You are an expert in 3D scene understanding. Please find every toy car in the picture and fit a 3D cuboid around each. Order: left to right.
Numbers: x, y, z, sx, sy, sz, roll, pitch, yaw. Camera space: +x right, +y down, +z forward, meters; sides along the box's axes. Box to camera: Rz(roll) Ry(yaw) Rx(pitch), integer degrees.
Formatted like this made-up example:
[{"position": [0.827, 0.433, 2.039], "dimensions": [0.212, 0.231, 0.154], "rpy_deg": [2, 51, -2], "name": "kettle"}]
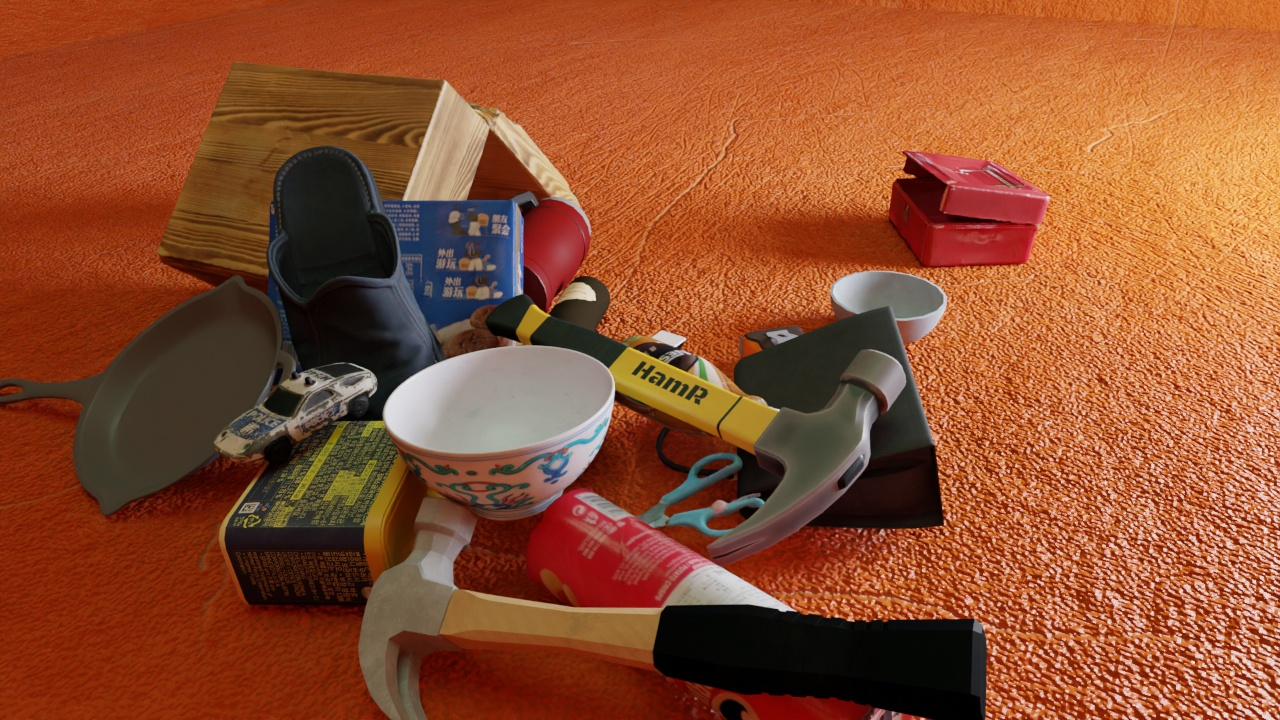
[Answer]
[{"position": [-0.232, 0.032, 0.619], "dimensions": [0.048, 0.040, 0.112], "rpy_deg": [15, 37, 36], "name": "toy car"}]

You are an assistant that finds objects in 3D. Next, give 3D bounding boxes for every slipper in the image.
[{"position": [-0.225, -0.047, 0.698], "dimensions": [0.109, 0.265, 0.083], "rpy_deg": [-18, -7, -1], "name": "slipper"}]

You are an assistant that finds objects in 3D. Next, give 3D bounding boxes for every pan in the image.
[{"position": [-0.413, 0.028, 0.746], "dimensions": [0.355, 0.024, 0.216], "rpy_deg": [-1, 56, 25], "name": "pan"}]

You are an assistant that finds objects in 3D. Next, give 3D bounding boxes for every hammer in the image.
[{"position": [-0.002, 0.140, 0.463], "dimensions": [0.329, 0.039, 0.130], "rpy_deg": [-2, 55, 26], "name": "hammer"}, {"position": [0.005, 0.018, 0.641], "dimensions": [0.325, 0.034, 0.169], "rpy_deg": [24, 63, 36], "name": "hammer"}]

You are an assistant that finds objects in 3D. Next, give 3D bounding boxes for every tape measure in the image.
[{"position": [0.124, -0.008, 0.809], "dimensions": [0.058, 0.038, 0.058], "rpy_deg": [-7, 30, -9], "name": "tape measure"}]

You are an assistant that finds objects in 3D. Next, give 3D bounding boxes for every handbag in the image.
[{"position": [0.107, 0.051, 0.691], "dimensions": [0.196, 0.072, 0.175], "rpy_deg": [-11, 32, 12], "name": "handbag"}]

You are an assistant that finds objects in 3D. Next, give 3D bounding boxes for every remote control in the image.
[{"position": [-0.005, 0.005, 0.821], "dimensions": [0.028, 0.012, 0.123], "rpy_deg": [19, 36, 31], "name": "remote control"}]

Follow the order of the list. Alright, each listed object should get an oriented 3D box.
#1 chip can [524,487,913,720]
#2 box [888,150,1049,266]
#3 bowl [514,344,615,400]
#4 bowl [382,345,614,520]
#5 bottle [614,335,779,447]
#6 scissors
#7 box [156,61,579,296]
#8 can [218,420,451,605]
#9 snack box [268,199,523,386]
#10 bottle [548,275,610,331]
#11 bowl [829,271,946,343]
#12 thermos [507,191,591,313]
[{"position": [0.033, 0.148, 0.513], "dimensions": [0.233, 0.073, 0.073], "rpy_deg": [24, 38, 38], "name": "chip can"}, {"position": [0.365, -0.173, 1.043], "dimensions": [0.130, 0.098, 0.157], "rpy_deg": [2, 26, -3], "name": "box"}, {"position": [-0.078, 0.044, 0.703], "dimensions": [0.115, 0.059, 0.115], "rpy_deg": [1, 37, -1], "name": "bowl"}, {"position": [-0.085, 0.054, 0.589], "dimensions": [0.144, 0.074, 0.143], "rpy_deg": [-4, 25, 2], "name": "bowl"}, {"position": [0.043, 0.029, 0.681], "dimensions": [0.059, 0.059, 0.167], "rpy_deg": [-24, 31, -33], "name": "bottle"}, {"position": [0.017, 0.095, 0.630], "dimensions": [0.142, 0.015, 0.094], "rpy_deg": [-9, 34, 13], "name": "scissors"}, {"position": [-0.274, -0.169, 1.036], "dimensions": [0.279, 0.286, 0.336], "rpy_deg": [12, -9, 24], "name": "box"}, {"position": [-0.196, 0.098, 0.610], "dimensions": [0.104, 0.075, 0.135], "rpy_deg": [-1, 30, 6], "name": "can"}, {"position": [-0.204, -0.054, 0.780], "dimensions": [0.203, 0.155, 0.069], "rpy_deg": [-1, -5, -1], "name": "snack box"}, {"position": [-0.072, -0.019, 0.832], "dimensions": [0.045, 0.045, 0.184], "rpy_deg": [5, 31, 12], "name": "bottle"}, {"position": [0.232, -0.045, 0.868], "dimensions": [0.106, 0.039, 0.106], "rpy_deg": [-1, 30, 1], "name": "bowl"}, {"position": [-0.112, -0.111, 0.923], "dimensions": [0.084, 0.108, 0.198], "rpy_deg": [-21, 21, 19], "name": "thermos"}]
